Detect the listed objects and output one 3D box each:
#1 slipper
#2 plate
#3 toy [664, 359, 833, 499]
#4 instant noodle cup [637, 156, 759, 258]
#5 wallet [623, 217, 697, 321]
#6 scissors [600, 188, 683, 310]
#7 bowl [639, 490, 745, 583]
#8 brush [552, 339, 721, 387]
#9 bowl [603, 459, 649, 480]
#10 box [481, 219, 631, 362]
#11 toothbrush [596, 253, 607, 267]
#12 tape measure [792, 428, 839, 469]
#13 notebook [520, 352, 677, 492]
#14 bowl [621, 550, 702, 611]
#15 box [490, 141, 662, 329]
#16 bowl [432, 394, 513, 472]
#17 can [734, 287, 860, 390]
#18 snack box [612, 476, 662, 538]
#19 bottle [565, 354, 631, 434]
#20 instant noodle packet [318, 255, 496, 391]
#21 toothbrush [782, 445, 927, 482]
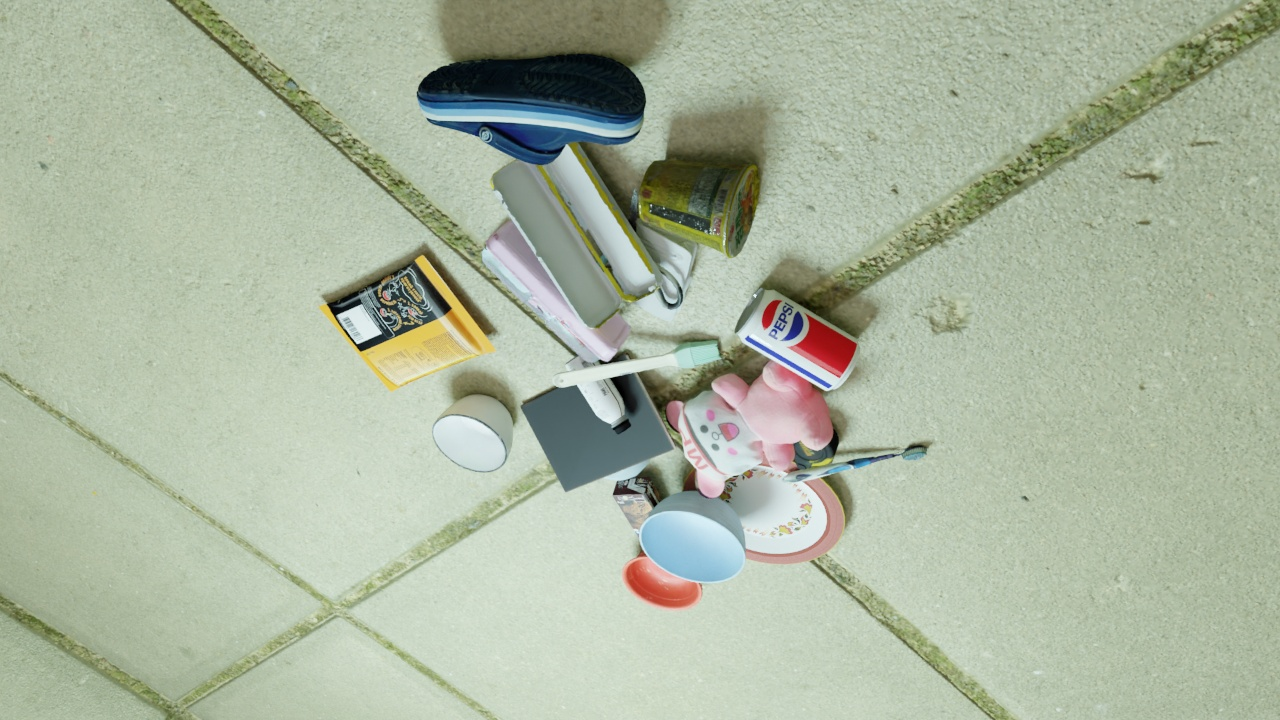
[{"bbox_3d":[-0.109,-0.256,0.949,0.253,0.104,0.095,10,133,19],"label":"slipper"},{"bbox_3d":[0.171,0.205,1.290,0.230,0.021,0.230,11,132,12],"label":"plate"},{"bbox_3d":[0.131,0.082,1.154,0.214,0.084,0.142,-31,91,33],"label":"toy"},{"bbox_3d":[0.060,-0.167,0.971,0.108,0.102,0.102,17,134,19],"label":"instant noodle cup"},{"bbox_3d":[0.020,-0.108,1.077,0.086,0.032,0.116,30,136,9],"label":"wallet"},{"bbox_3d":[-0.010,-0.118,1.056,0.157,0.012,0.170,41,138,-3],"label":"scissors"},{"bbox_3d":[0.080,0.235,1.284,0.151,0.074,0.151,11,132,12],"label":"bowl"},{"bbox_3d":[-0.007,0.007,1.158,0.218,0.012,0.033,-11,126,9],"label":"brush"},{"bbox_3d":[-0.041,0.133,1.299,0.106,0.039,0.106,11,132,12],"label":"bowl"},{"bbox_3d":[-0.114,-0.070,1.109,0.201,0.100,0.103,44,124,-8],"label":"box"},{"bbox_3d":[-0.066,-0.096,1.128,0.016,0.016,0.181,38,133,-1],"label":"toothbrush"},{"bbox_3d":[0.221,0.102,1.174,0.063,0.038,0.067,-11,121,39],"label":"tape measure"},{"bbox_3d":[-0.062,0.089,1.254,0.210,0.008,0.141,-26,93,36],"label":"notebook"},{"bbox_3d":[0.038,0.335,1.439,0.130,0.045,0.131,11,132,12],"label":"bowl"},{"bbox_3d":[-0.071,-0.141,1.018,0.084,0.079,0.210,-20,109,48],"label":"box"},{"bbox_3d":[-0.235,0.100,1.329,0.116,0.065,0.116,11,132,12],"label":"bowl"},{"bbox_3d":[0.180,-0.025,1.055,0.132,0.070,0.070,30,133,-5],"label":"can"},{"bbox_3d":[0.012,0.229,1.357,0.051,0.031,0.141,-6,133,26],"label":"snack box"},{"bbox_3d":[-0.052,0.043,1.198,0.041,0.041,0.116,-34,89,39],"label":"bottle"},{"bbox_3d":[-0.323,-0.044,1.261,0.221,0.032,0.160,-19,118,33],"label":"instant noodle packet"},{"bbox_3d":[0.272,0.136,1.177,0.189,0.017,0.016,-15,116,21],"label":"toothbrush"}]
